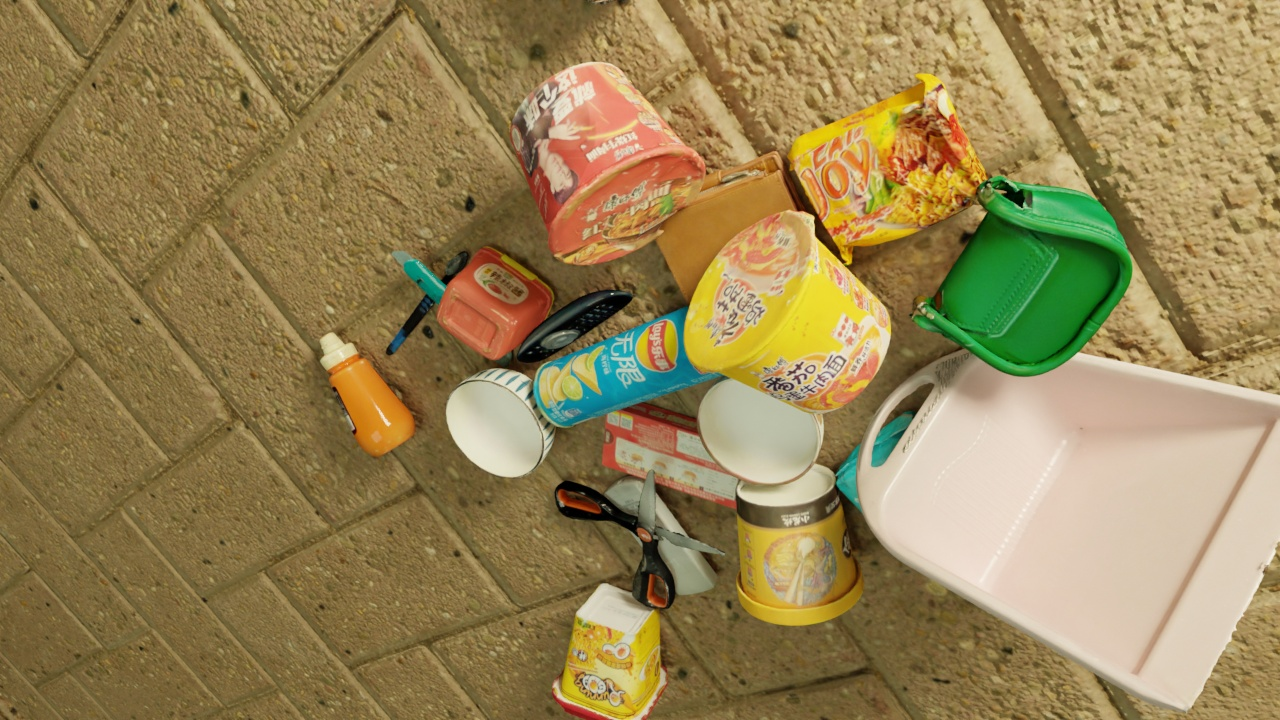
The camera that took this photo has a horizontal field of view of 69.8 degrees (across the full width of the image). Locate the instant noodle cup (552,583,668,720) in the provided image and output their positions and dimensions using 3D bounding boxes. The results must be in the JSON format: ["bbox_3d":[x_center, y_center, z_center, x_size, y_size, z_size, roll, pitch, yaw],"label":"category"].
[{"bbox_3d":[-0.030,0.333,1.043,0.116,0.115,0.124,13,111,20],"label":"instant noodle cup"}]

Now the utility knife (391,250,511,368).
[{"bbox_3d":[-0.190,-0.052,0.937,0.029,0.013,0.166,-33,110,35],"label":"utility knife"}]

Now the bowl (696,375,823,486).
[{"bbox_3d":[0.113,0.050,0.830,0.113,0.062,0.114,11,122,19],"label":"bowl"}]

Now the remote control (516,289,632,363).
[{"bbox_3d":[-0.066,-0.037,0.875,0.137,0.053,0.024,-31,72,29],"label":"remote control"}]

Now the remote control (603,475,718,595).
[{"bbox_3d":[0.022,0.187,0.979,0.058,0.021,0.150,-26,104,43],"label":"remote control"}]

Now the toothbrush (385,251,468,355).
[{"bbox_3d":[-0.230,-0.056,0.968,0.014,0.016,0.190,46,128,-3],"label":"toothbrush"}]

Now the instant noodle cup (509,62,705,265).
[{"bbox_3d":[-0.034,-0.159,0.728,0.138,0.137,0.108,-44,67,37],"label":"instant noodle cup"}]

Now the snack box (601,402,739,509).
[{"bbox_3d":[0.037,0.091,0.915,0.153,0.025,0.075,16,124,17],"label":"snack box"}]

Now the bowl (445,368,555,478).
[{"bbox_3d":[-0.137,0.057,0.956,0.116,0.066,0.117,12,121,20],"label":"bowl"}]

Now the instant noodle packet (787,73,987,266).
[{"bbox_3d":[0.185,-0.141,0.695,0.129,0.044,0.111,-22,104,34],"label":"instant noodle packet"}]

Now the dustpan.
[{"bbox_3d":[0.286,0.084,0.651,0.139,0.222,0.274,40,165,-13],"label":"dustpan"}]

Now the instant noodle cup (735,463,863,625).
[{"bbox_3d":[0.142,0.164,0.855,0.119,0.118,0.114,-2,108,27],"label":"instant noodle cup"}]

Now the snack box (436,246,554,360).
[{"bbox_3d":[-0.144,-0.051,0.888,0.091,0.079,0.082,34,128,4],"label":"snack box"}]

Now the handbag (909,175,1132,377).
[{"bbox_3d":[0.274,-0.060,0.665,0.120,0.067,0.132,16,128,-5],"label":"handbag"}]

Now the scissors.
[{"bbox_3d":[-0.003,0.187,0.960,0.234,0.021,0.221,14,133,37],"label":"scissors"}]

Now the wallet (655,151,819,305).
[{"bbox_3d":[0.077,-0.107,0.776,0.132,0.031,0.108,-17,113,33],"label":"wallet"}]

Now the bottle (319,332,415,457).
[{"bbox_3d":[-0.316,0.035,1.039,0.067,0.066,0.149,-28,96,35],"label":"bottle"}]

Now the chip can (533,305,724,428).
[{"bbox_3d":[-0.005,0.005,0.847,0.211,0.071,0.071,-20,108,39],"label":"chip can"}]

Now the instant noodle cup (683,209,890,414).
[{"bbox_3d":[0.119,-0.029,0.716,0.109,0.137,0.138,30,132,-27],"label":"instant noodle cup"}]

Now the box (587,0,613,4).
[{"bbox_3d":[-0.051,-0.352,0.693,0.075,0.082,0.163,-29,103,1],"label":"box"}]

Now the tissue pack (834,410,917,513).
[{"bbox_3d":[0.248,0.118,0.810,0.133,0.050,0.093,47,125,-5],"label":"tissue pack"}]
